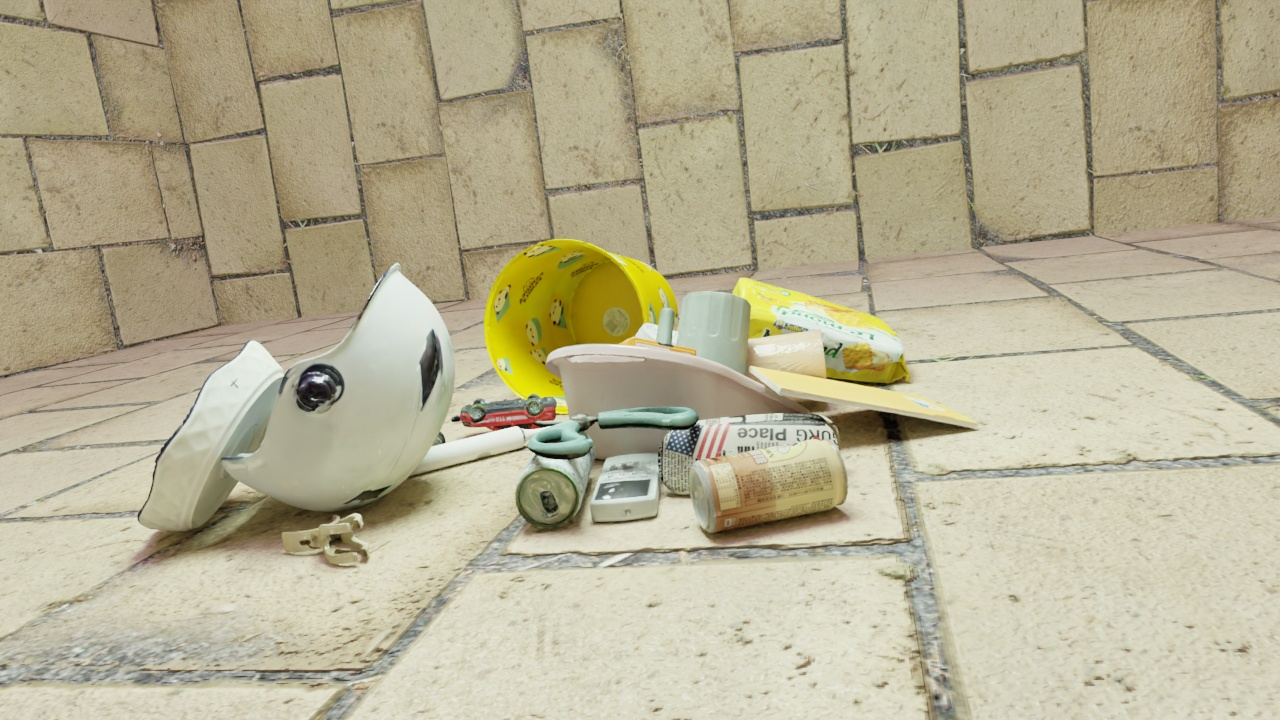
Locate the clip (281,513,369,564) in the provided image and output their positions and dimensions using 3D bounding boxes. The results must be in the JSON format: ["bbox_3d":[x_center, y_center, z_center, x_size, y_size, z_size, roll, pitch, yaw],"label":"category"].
[{"bbox_3d":[-0.260,0.151,0.790,0.066,0.034,0.099,-17,5,-39],"label":"clip"}]

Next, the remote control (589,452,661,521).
[{"bbox_3d":[-0.011,0.113,0.846,0.058,0.021,0.150,-7,9,4],"label":"remote control"}]

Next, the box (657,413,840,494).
[{"bbox_3d":[0.097,0.089,0.825,0.163,0.076,0.087,-3,32,14],"label":"box"}]

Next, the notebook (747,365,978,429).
[{"bbox_3d":[0.227,0.036,0.968,0.206,0.010,0.146,10,7,-7],"label":"notebook"}]

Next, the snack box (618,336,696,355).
[{"bbox_3d":[-0.006,0.006,1.013,0.075,0.026,0.154,12,-15,-22],"label":"snack box"}]

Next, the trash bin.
[{"bbox_3d":[-0.065,-0.057,1.317,0.230,0.229,0.254,-4,5,18],"label":"trash bin"}]

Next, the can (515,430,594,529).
[{"bbox_3d":[-0.076,0.103,0.841,0.058,0.058,0.146,-7,10,3],"label":"can"}]

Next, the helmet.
[{"bbox_3d":[-0.267,0.046,0.908,0.259,0.146,0.229,-50,10,3],"label":"helmet"}]

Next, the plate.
[{"bbox_3d":[-0.414,0.080,0.906,0.045,0.205,0.205,28,5,-10],"label":"plate"}]

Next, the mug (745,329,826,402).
[{"bbox_3d":[0.170,0.017,1.105,0.103,0.084,0.125,-6,-22,9],"label":"mug"}]

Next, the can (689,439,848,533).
[{"bbox_3d":[0.101,0.099,0.734,0.116,0.058,0.058,-9,10,-11],"label":"can"}]

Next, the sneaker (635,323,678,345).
[{"bbox_3d":[0.085,0.019,1.186,0.241,0.091,0.089,9,28,-35],"label":"sneaker"}]

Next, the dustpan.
[{"bbox_3d":[0.033,0.023,0.990,0.223,0.139,0.272,-2,12,30],"label":"dustpan"}]

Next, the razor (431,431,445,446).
[{"bbox_3d":[-0.271,0.087,1.123,0.067,0.062,0.167,22,-2,-12],"label":"razor"}]

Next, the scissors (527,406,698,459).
[{"bbox_3d":[-0.025,0.059,0.834,0.181,0.019,0.170,-8,6,-3],"label":"scissors"}]

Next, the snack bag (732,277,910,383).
[{"bbox_3d":[0.226,-0.034,1.211,0.246,0.068,0.157,16,21,0],"label":"snack bag"}]

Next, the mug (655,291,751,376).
[{"bbox_3d":[0.065,-0.016,1.045,0.124,0.103,0.083,-3,-16,40],"label":"mug"}]

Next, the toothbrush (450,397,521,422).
[{"bbox_3d":[-0.178,0.062,1.288,0.188,0.014,0.018,-15,25,-35],"label":"toothbrush"}]

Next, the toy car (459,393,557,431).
[{"bbox_3d":[-0.163,0.068,1.141,0.120,0.045,0.053,-2,8,-3],"label":"toy car"}]

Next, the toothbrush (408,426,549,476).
[{"bbox_3d":[-0.166,0.094,1.051,0.220,0.026,0.027,-12,-10,-28],"label":"toothbrush"}]
